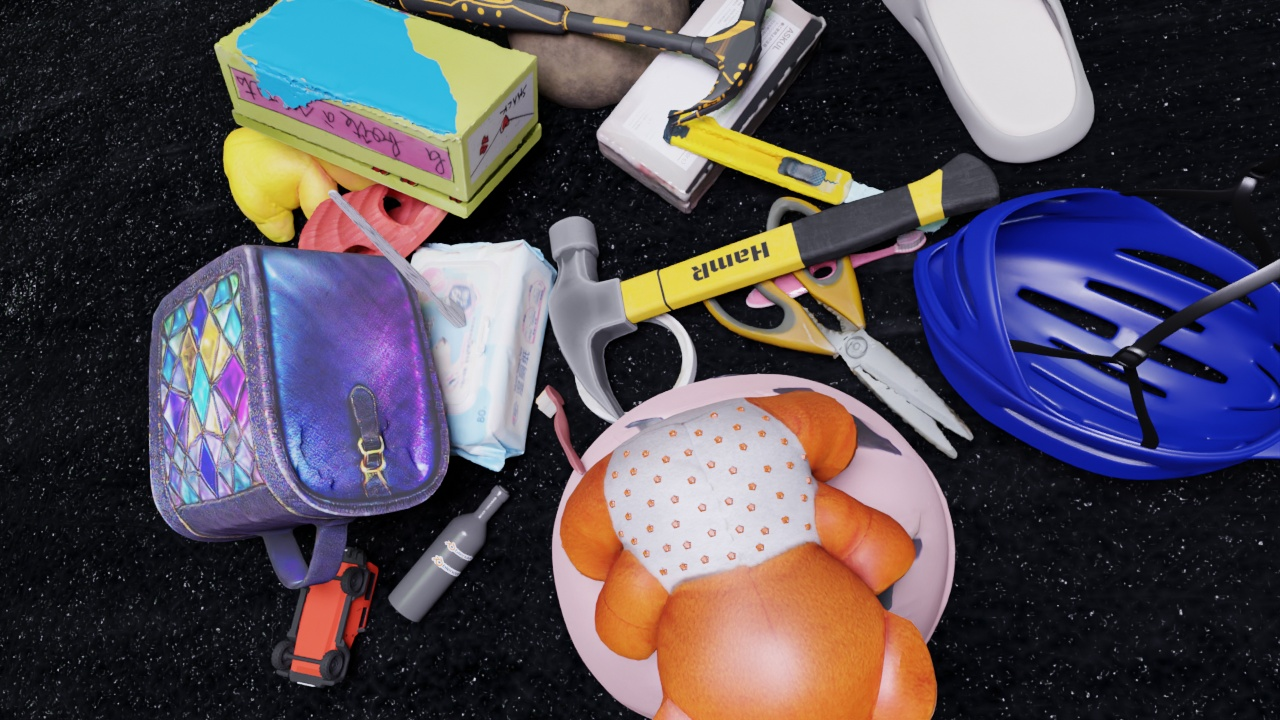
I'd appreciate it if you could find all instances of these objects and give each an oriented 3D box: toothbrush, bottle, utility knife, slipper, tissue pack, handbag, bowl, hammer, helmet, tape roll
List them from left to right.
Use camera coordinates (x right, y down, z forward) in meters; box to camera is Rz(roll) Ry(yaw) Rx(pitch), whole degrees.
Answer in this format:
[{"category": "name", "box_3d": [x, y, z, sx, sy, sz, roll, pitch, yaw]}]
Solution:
[{"category": "handbag", "box_3d": [-0.242, 0.045, 0.637, 0.205, 0.125, 0.222, -16, 80, 42]}, {"category": "slipper", "box_3d": [-0.252, -0.097, 0.757, 0.249, 0.059, 0.103, -29, 29, 14]}, {"category": "toothbrush", "box_3d": [-0.152, -0.063, 0.590, 0.010, 0.181, 0.010, -16, 65, 7]}, {"category": "bottle", "box_3d": [-0.136, 0.138, 0.673, 0.030, 0.030, 0.113, 38, 86, 27]}, {"category": "tissue pack", "box_3d": [-0.136, -0.005, 0.704, 0.112, 0.070, 0.181, 2, 72, 22]}, {"category": "toothbrush", "box_3d": [-0.054, 0.047, 0.619, 0.015, 0.184, 0.016, 41, 92, -17]}, {"category": "hammer", "box_3d": [-0.059, -0.263, 0.715, 0.321, 0.036, 0.123, 19, 78, 22]}, {"category": "bowl", "box_3d": [-0.042, -0.302, 0.782, 0.162, 0.070, 0.162, -6, 69, 17]}, {"category": "tape roll", "box_3d": [-0.004, 0.004, 0.687, 0.093, 0.013, 0.093, -6, 69, 16]}, {"category": "tissue pack", "box_3d": [0.052, -0.214, 0.728, 0.104, 0.071, 0.181, 36, 88, 11]}, {"category": "helmet", "box_3d": [0.063, 0.106, 0.558, 0.255, 0.152, 0.229, -11, 64, 8]}, {"category": "hammer", "box_3d": [0.083, -0.067, 0.642, 0.325, 0.034, 0.169, -18, 66, 18]}, {"category": "utility knife", "box_3d": [0.118, -0.138, 0.671, 0.218, 0.019, 0.030, 22, 94, 5]}, {"category": "toothbrush", "box_3d": [0.140, -0.066, 0.662, 0.135, 0.016, 0.021, -20, 68, 11]}, {"category": "slipper", "box_3d": [0.244, -0.268, 0.666, 0.113, 0.080, 0.265, -20, 65, 14]}, {"category": "helmet", "box_3d": [0.260, -0.036, 0.493, 0.241, 0.228, 0.147, 34, 74, 25]}]

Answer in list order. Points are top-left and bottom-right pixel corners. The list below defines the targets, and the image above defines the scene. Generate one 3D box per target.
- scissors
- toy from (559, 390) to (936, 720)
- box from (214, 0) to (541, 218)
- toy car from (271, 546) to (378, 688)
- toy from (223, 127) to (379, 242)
[{"category": "scissors", "box_3d": [0.129, -0.011, 0.631, 0.134, 0.016, 0.228, -37, 64, 10]}, {"category": "toy", "box_3d": [0.052, 0.107, 0.436, 0.164, 0.093, 0.172, -20, 62, -2]}, {"category": "box", "box_3d": [-0.201, -0.210, 0.718, 0.221, 0.082, 0.124, 20, 53, 12]}, {"category": "toy car", "box_3d": [-0.228, 0.187, 0.676, 0.051, 0.049, 0.100, 3, 72, 19]}, {"category": "toy", "box_3d": [-0.279, -0.195, 0.816, 0.194, 0.087, 0.134, -16, 63, 13]}]
